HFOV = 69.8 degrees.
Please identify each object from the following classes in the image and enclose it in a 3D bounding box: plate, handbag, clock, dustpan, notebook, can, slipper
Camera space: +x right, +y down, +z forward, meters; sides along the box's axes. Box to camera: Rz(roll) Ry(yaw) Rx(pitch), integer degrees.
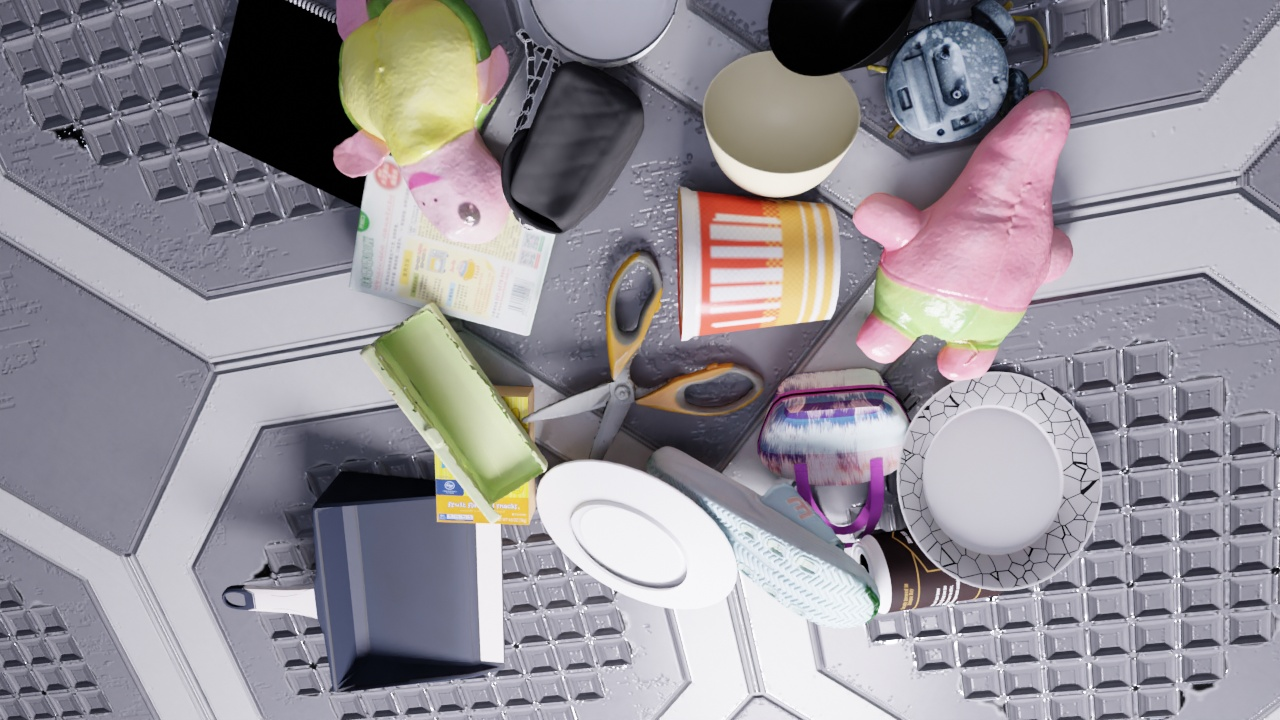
[{"bbox_3d":[0.313,0.105,0.807,0.188,0.016,0.188,1,85,-7],"label":"plate"},{"bbox_3d":[0.182,0.098,0.841,0.145,0.067,0.170,-5,118,11],"label":"handbag"},{"bbox_3d":[0.244,-0.219,0.699,0.130,0.052,0.090,-17,109,15],"label":"clock"},{"bbox_3d":[-0.286,0.240,0.954,0.273,0.080,0.237,5,113,6],"label":"dustpan"},{"bbox_3d":[-0.261,-0.218,0.795,0.206,0.016,0.149,25,115,-3],"label":"notebook"},{"bbox_3d":[-0.009,0.174,0.873,0.209,0.015,0.209,17,136,17],"label":"plate"},{"bbox_3d":[0.265,0.187,0.840,0.128,0.072,0.072,-7,112,-7],"label":"can"},{"bbox_3d":[-0.068,-0.164,0.703,0.114,0.153,0.125,28,99,-8],"label":"handbag"},{"bbox_3d":[0.113,0.147,0.834,0.245,0.074,0.104,32,148,23],"label":"slipper"}]

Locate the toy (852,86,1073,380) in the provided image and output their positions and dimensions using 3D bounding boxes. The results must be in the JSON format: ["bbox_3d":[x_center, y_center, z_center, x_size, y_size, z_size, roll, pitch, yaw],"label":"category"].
[{"bbox_3d":[0.262,-0.097,0.720,0.192,0.096,0.237,12,119,-13],"label":"toy"}]

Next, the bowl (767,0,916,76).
[{"bbox_3d":[0.161,-0.257,0.682,0.124,0.124,0.052,-44,142,22],"label":"bowl"}]

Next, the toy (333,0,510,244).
[{"bbox_3d":[-0.169,-0.205,0.721,0.190,0.087,0.238,-22,96,27],"label":"toy"}]

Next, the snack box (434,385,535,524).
[{"bbox_3d":[-0.148,0.089,0.877,0.088,0.040,0.126,2,103,2],"label":"snack box"}]

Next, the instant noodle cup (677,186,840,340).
[{"bbox_3d":[0.093,-0.079,0.749,0.121,0.123,0.123,-1,112,0],"label":"instant noodle cup"}]

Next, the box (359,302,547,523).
[{"bbox_3d":[-0.159,0.043,0.816,0.083,0.092,0.188,-38,103,-14],"label":"box"}]

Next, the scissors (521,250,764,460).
[{"bbox_3d":[-0.004,0.007,0.834,0.225,0.016,0.225,-12,104,1],"label":"scissors"}]

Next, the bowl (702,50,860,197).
[{"bbox_3d":[0.107,-0.172,0.722,0.118,0.117,0.074,8,155,5],"label":"bowl"}]

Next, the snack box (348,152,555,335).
[{"bbox_3d":[-0.163,-0.104,0.812,0.168,0.027,0.132,15,116,-6],"label":"snack box"}]

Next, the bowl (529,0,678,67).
[{"bbox_3d":[-0.028,-0.277,0.700,0.113,0.063,0.113,0,93,-3],"label":"bowl"}]
